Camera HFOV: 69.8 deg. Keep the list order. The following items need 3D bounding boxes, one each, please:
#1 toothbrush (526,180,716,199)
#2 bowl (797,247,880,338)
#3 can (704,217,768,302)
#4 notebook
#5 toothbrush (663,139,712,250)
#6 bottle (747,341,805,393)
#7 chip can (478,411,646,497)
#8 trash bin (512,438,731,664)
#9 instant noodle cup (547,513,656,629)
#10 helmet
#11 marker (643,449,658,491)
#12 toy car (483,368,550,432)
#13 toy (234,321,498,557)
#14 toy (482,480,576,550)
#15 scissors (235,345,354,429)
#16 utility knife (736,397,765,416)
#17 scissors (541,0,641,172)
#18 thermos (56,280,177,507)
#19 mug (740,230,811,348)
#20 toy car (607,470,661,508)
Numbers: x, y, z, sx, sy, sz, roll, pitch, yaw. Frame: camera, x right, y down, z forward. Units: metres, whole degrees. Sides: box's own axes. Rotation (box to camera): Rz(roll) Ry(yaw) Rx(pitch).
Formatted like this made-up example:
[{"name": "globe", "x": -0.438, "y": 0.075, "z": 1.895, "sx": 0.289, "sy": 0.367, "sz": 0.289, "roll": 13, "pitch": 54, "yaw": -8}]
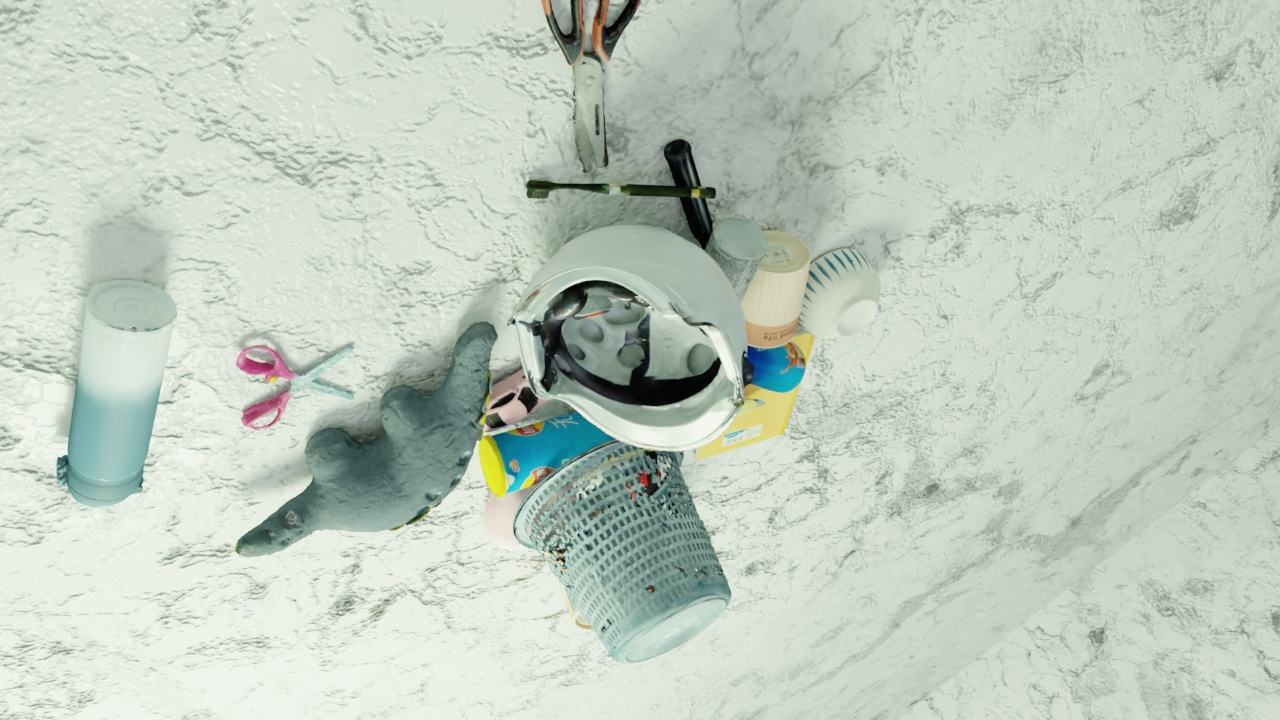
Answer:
[{"name": "toothbrush", "x": -0.016, "y": -0.158, "z": 0.863, "sx": 0.185, "sy": 0.012, "sz": 0.017, "roll": -2, "pitch": 141, "yaw": -18}, {"name": "bowl", "x": 0.242, "y": -0.070, "z": 1.106, "sx": 0.116, "sy": 0.066, "sz": 0.117, "roll": -18, "pitch": 140, "yaw": -16}, {"name": "can", "x": 0.083, "y": -0.080, "z": 0.965, "sx": 0.058, "sy": 0.058, "sz": 0.147, "roll": -10, "pitch": 146, "yaw": -24}, {"name": "notebook", "x": 0.150, "y": 0.047, "z": 1.217, "sx": 0.145, "sy": 0.010, "sz": 0.207, "roll": -14, "pitch": 138, "yaw": -21}, {"name": "toothbrush", "x": 0.063, "y": -0.141, "z": 0.946, "sx": 0.027, "sy": 0.026, "sz": 0.213, "roll": -24, "pitch": 142, "yaw": 2}, {"name": "bottle", "x": 0.096, "y": -0.009, "z": 1.072, "sx": 0.218, "sy": 0.065, "sz": 0.065, "roll": 12, "pitch": 125, "yaw": -34}, {"name": "chip can", "x": -0.076, "y": 0.094, "z": 1.058, "sx": 0.209, "sy": 0.071, "sz": 0.071, "roll": -15, "pitch": 139, "yaw": -26}, {"name": "trash bin", "x": -0.005, "y": 0.224, "z": 1.050, "sx": 0.226, "sy": 0.195, "sz": 0.227, "roll": -23, "pitch": 149, "yaw": -15}, {"name": "instant noodle cup", "x": -0.044, "y": 0.290, "z": 1.246, "sx": 0.151, "sy": 0.111, "sz": 0.152, "roll": -11, "pitch": 147, "yaw": -8}, {"name": "helmet", "x": 0.002, "y": -0.035, "z": 0.903, "sx": 0.229, "sy": 0.145, "sz": 0.259, "roll": -2, "pitch": 143, "yaw": 26}, {"name": "marker", "x": 0.014, "y": 0.124, "z": 1.189, "sx": 0.018, "sy": 0.015, "sz": 0.124, "roll": -14, "pitch": 128, "yaw": -13}, {"name": "toy car", "x": -0.132, "y": 0.039, "z": 1.004, "sx": 0.122, "sy": 0.037, "sz": 0.056, "roll": -30, "pitch": 143, "yaw": -3}, {"name": "toy", "x": -0.258, "y": 0.106, "z": 0.952, "sx": 0.356, "sy": 0.091, "sz": 0.138, "roll": -38, "pitch": 129, "yaw": 5}, {"name": "toy", "x": -0.135, "y": 0.167, "z": 1.126, "sx": 0.121, "sy": 0.054, "sz": 0.160, "roll": -15, "pitch": 128, "yaw": -20}, {"name": "scissors", "x": -0.332, "y": 0.025, "z": 0.876, "sx": 0.136, "sy": 0.017, "sz": 0.133, "roll": -47, "pitch": 143, "yaw": 14}, {"name": "utility knife", "x": 0.085, "y": 0.079, "z": 1.188, "sx": 0.163, "sy": 0.018, "sz": 0.031, "roll": -16, "pitch": 139, "yaw": 3}, {"name": "scissors", "x": -0.031, "y": -0.255, "z": 0.770, "sx": 0.194, "sy": 0.015, "sz": 0.206, "roll": -43, "pitch": 140, "yaw": 13}, {"name": "thermos", "x": -0.444, "y": 0.036, "z": 0.774, "sx": 0.070, "sy": 0.070, "sz": 0.221, "roll": 4, "pitch": 130, "yaw": -36}, {"name": "mug", "x": 0.152, "y": -0.087, "z": 1.027, "sx": 0.114, "sy": 0.082, "sz": 0.106, "roll": -40, "pitch": 149, "yaw": -35}, {"name": "toy car", "x": -0.006, "y": 0.185, "z": 1.248, "sx": 0.049, "sy": 0.031, "sz": 0.106, "roll": 3, "pitch": 128, "yaw": -37}]
